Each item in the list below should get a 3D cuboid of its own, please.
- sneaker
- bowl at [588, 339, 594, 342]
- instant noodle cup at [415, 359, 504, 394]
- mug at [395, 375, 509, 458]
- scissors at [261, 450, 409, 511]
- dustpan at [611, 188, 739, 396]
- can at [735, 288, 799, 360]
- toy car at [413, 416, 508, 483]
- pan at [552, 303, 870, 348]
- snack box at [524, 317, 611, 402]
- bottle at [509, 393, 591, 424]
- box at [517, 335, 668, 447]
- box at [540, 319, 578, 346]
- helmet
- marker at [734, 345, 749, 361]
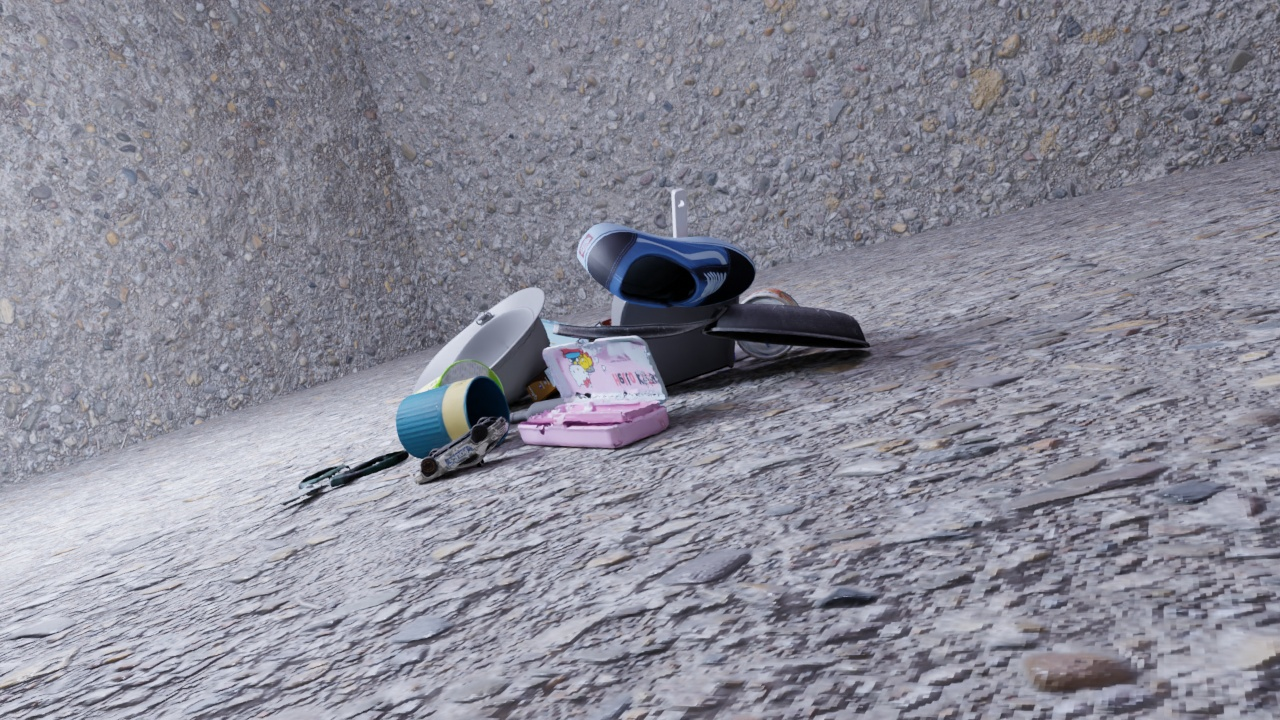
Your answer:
[{"bbox_3d":[0.049,-0.080,0.969,0.240,0.084,0.098,5,33,-43],"label":"sneaker"},{"bbox_3d":[-0.007,0.007,1.156,0.121,0.056,0.121,3,-17,1],"label":"bowl"},{"bbox_3d":[-0.246,0.058,1.196,0.098,0.099,0.108,-21,1,-42],"label":"instant noodle cup"},{"bbox_3d":[-0.211,0.073,1.078,0.107,0.083,0.113,-15,-22,25],"label":"mug"},{"bbox_3d":[-0.348,0.138,1.065,0.147,0.015,0.209,-13,6,4],"label":"scissors"},{"bbox_3d":[0.043,-0.077,1.062,0.163,0.258,0.033,-18,32,-23],"label":"dustpan"},{"bbox_3d":[0.160,-0.045,1.153,0.086,0.086,0.043,-12,9,22],"label":"can"},{"bbox_3d":[-0.186,0.098,0.958,0.113,0.040,0.048,-32,5,6],"label":"toy car"},{"bbox_3d":[0.081,-0.036,1.007,0.356,0.055,0.187,6,-2,-16],"label":"pan"},{"bbox_3d":[-0.071,-0.007,1.285,0.100,0.031,0.187,-23,-11,-49],"label":"snack box"},{"bbox_3d":[-0.109,0.062,1.092,0.113,0.030,0.030,-11,8,28],"label":"bottle"},{"bbox_3d":[-0.058,0.030,0.947,0.086,0.102,0.202,-17,7,-34],"label":"box"},{"bbox_3d":[-0.163,-0.027,1.500,0.214,0.049,0.149,13,25,2],"label":"box"},{"bbox_3d":[-0.210,0.016,1.368,0.272,0.117,0.183,-35,30,19],"label":"helmet"},{"bbox_3d":[0.154,-0.019,1.230,0.141,0.020,0.020,-19,8,-30],"label":"marker"}]
